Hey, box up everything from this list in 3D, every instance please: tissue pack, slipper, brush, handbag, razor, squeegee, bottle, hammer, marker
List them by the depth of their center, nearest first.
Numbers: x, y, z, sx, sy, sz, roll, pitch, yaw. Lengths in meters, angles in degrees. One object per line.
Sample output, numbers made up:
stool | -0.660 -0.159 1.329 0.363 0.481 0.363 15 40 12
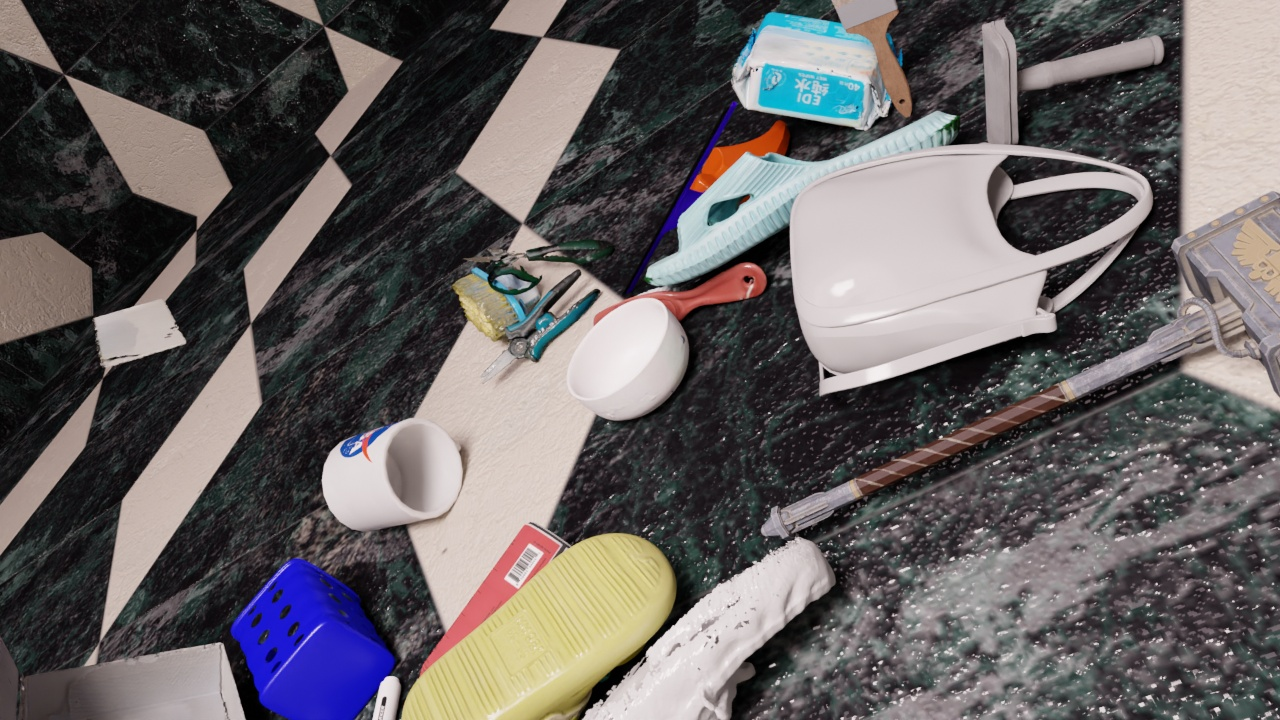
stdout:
hammer | 0.206 0.029 0.499 0.323 0.044 0.098 -30 35 21
slipper | 0.013 0.192 0.502 0.246 0.074 0.112 -44 1 -4
slipper | -0.053 0.191 0.568 0.190 0.082 0.092 -34 33 -17
handbag | 0.214 -0.066 0.598 0.223 0.095 0.215 -13 43 21
bottle | -0.104 0.200 0.630 0.062 0.062 0.176 13 63 53
razor | 0.305 -0.206 0.650 0.116 0.088 0.047 -10 42 14
marker | -0.190 0.290 0.665 0.020 0.017 0.133 0 40 -1
slipper | 0.118 -0.142 0.742 0.277 0.069 0.115 -26 3 21
brush | 0.195 -0.255 0.746 0.045 0.143 0.008 -13 44 27
brush | 0.034 -0.053 0.796 0.173 0.041 0.030 -18 25 32
tissue pack | 0.160 -0.259 0.827 0.144 0.062 0.092 13 50 11
squeegee | 0.085 -0.169 0.833 0.184 0.055 0.250 -46 -6 -36
brush | -0.146 -0.064 0.991 0.075 0.055 0.136 -28 28 -17

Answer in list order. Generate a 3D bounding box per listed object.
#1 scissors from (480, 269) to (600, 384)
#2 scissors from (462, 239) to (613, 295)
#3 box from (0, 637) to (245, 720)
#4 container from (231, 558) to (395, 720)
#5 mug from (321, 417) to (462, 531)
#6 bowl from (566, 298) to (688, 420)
scissors | -0.098 -0.029 0.916 0.139 0.019 0.128 -1 75 9
scissors | -0.113 -0.115 1.003 0.154 0.015 0.209 -23 25 -17
box | -0.524 0.215 0.664 0.148 0.506 0.167 -54 34 -8
container | -0.267 0.233 0.752 0.084 0.085 0.114 -51 34 -11
mug | -0.220 0.102 0.859 0.090 0.091 0.121 -17 6 36
bowl | -0.004 0.004 0.753 0.105 0.054 0.104 -30 35 24
